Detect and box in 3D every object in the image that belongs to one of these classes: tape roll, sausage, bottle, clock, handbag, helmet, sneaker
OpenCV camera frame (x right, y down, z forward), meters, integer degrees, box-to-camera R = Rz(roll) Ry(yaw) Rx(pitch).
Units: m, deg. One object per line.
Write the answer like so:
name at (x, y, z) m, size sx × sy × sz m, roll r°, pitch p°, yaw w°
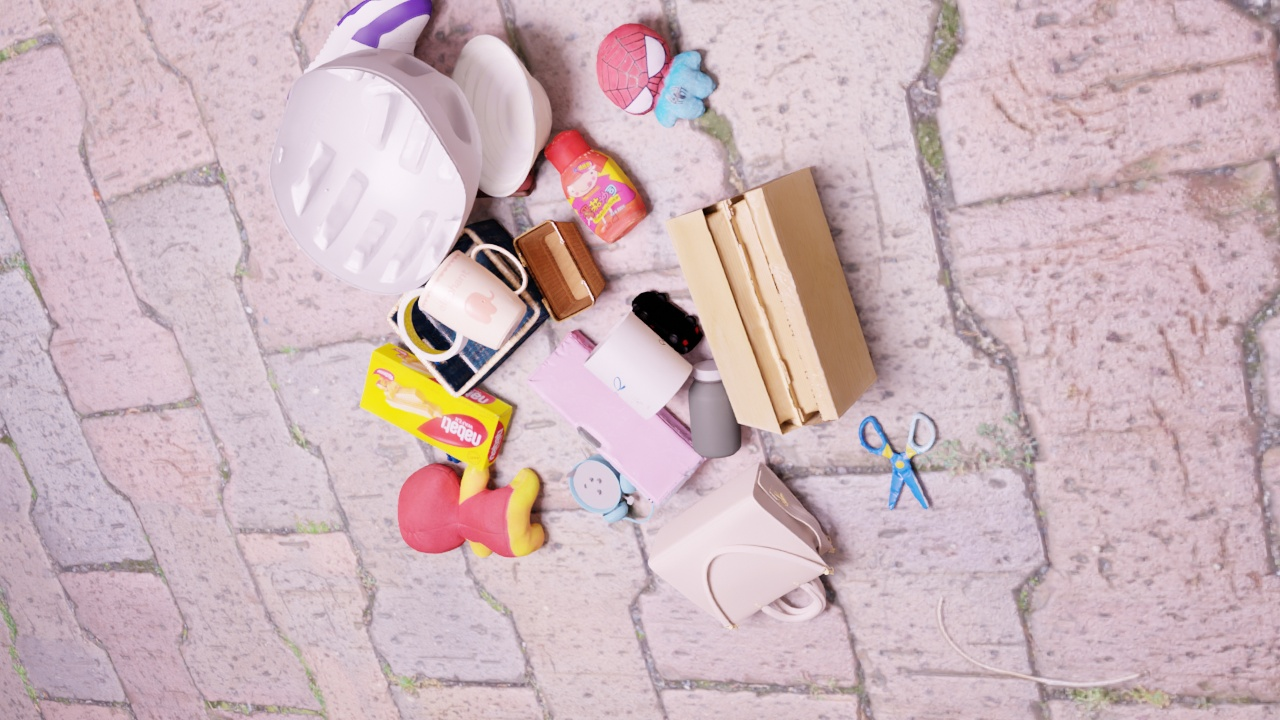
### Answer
tape roll at (-0.255, -0.046, 1.131) m, size 0.094 × 0.019 × 0.094 m, roll 7°, pitch 110°, yaw 20°
sausage at (-0.201, -0.219, 1.119) m, size 0.156 × 0.040 × 0.040 m, roll 3°, pitch 109°, yaw 22°
bottle at (-0.054, -0.203, 1.057) m, size 0.072 × 0.048 × 0.134 m, roll -38°, pitch 90°, yaw 30°
clock at (-0.038, 0.168, 1.185) m, size 0.123 × 0.041 × 0.087 m, roll 29°, pitch 117°, yaw 13°
handbag at (0.142, 0.250, 1.117) m, size 0.198 × 0.101 × 0.195 m, roll 45°, pitch 119°, yaw -10°
bottle at (0.087, 0.057, 1.082) m, size 0.060 × 0.060 × 0.108 m, roll 2°, pitch 109°, yaw 22°
helmet at (-0.292, -0.206, 1.035) m, size 0.224 × 0.183 × 0.283 m, roll 26°, pitch 114°, yaw 6°
sneaker at (-0.319, -0.340, 1.102) m, size 0.245 × 0.091 × 0.111 m, roll -32°, pitch 95°, yaw 32°

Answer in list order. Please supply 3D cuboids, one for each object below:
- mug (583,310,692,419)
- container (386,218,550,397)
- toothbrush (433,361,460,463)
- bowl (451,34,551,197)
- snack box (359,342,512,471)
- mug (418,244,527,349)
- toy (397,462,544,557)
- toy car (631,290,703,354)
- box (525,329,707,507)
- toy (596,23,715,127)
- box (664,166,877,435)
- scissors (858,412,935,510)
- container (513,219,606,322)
mug at (-0.006, 0.006, 1.079) m, size 0.096 × 0.120 × 0.083 m, roll 41°, pitch 82°, yaw -6°
container at (-0.209, -0.065, 1.159) m, size 0.145 × 0.071 × 0.188 m, roll 49°, pitch 119°, yaw 1°
toothbrush at (-0.271, 0.053, 1.259) m, size 0.017 × 0.016 × 0.190 m, roll 3°, pitch 109°, yaw 29°
bowl at (-0.149, -0.279, 1.048) m, size 0.177 × 0.057 × 0.177 m, roll 21°, pitch 119°, yaw 45°
snack box at (-0.275, 0.062, 1.229) m, size 0.201 × 0.042 × 0.092 m, roll 26°, pitch 116°, yaw 10°
mug at (-0.182, -0.078, 1.062) m, size 0.104 × 0.085 × 0.111 m, roll 35°, pitch 89°, yaw -2°
toy at (-0.242, 0.208, 1.259) m, size 0.216 × 0.098 × 0.147 m, roll 1°, pitch 101°, yaw 18°
toy car at (0.029, -0.044, 1.084) m, size 0.092 × 0.042 × 0.036 m, roll 38°, pitch 143°, yaw 7°
box at (-0.032, 0.074, 1.128) m, size 0.232 × 0.080 × 0.099 m, roll 44°, pitch 120°, yaw 4°
toy at (0.013, -0.304, 0.989) m, size 0.133 × 0.062 × 0.092 m, roll 24°, pitch 124°, yaw 1°
box at (0.136, -0.057, 0.971) m, size 0.179 × 0.141 × 0.248 m, roll -18°, pitch 99°, yaw 18°
scissors at (0.304, 0.113, 1.038) m, size 0.109 × 0.018 × 0.131 m, roll -28°, pitch 95°, yaw 31°
container at (-0.091, -0.112, 1.098) m, size 0.063 × 0.061 × 0.114 m, roll -24°, pitch 97°, yaw 28°
